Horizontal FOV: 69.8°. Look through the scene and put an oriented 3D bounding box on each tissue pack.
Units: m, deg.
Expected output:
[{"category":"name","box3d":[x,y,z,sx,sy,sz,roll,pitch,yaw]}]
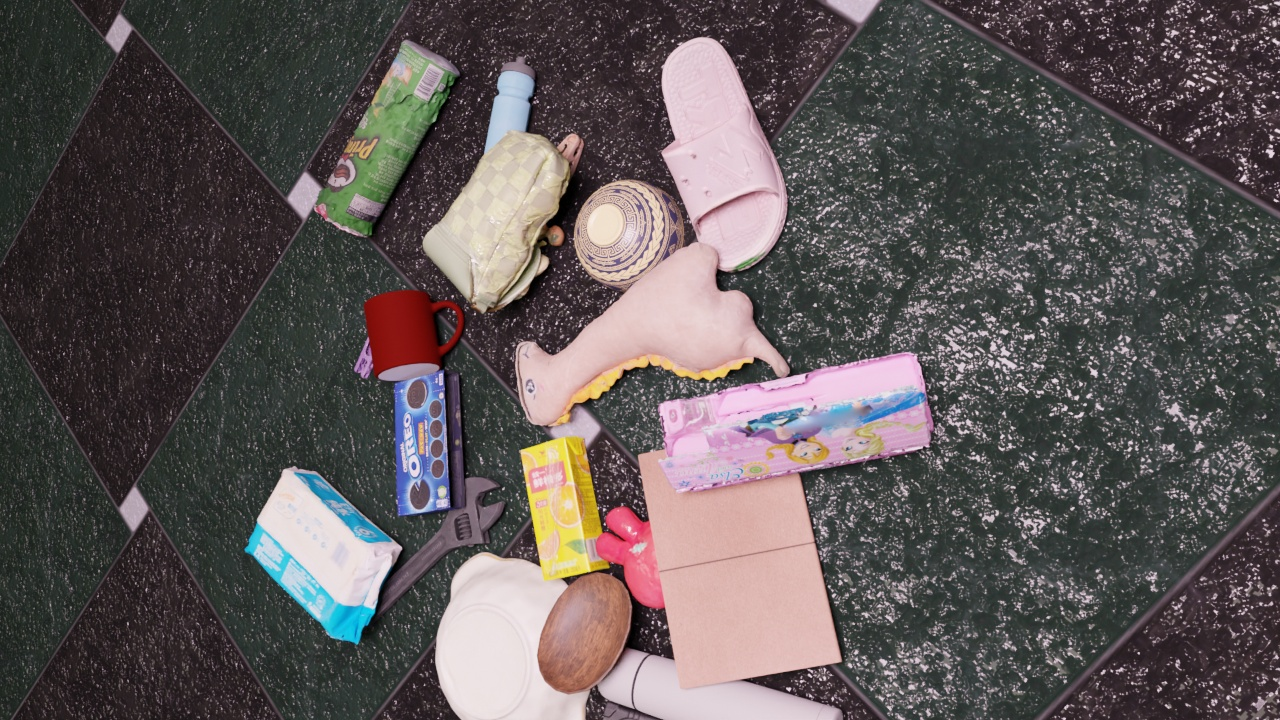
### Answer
[{"category":"tissue pack","box3d":[-0.358,0.216,1.037,0.209,0.066,0.117,31,98,30]}]

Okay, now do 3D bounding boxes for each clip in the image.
[{"category":"clip","box3d":[-0.077,-0.207,0.971,0.025,0.043,0.061,37,89,25]},{"category":"clip","box3d":[-0.320,-0.005,1.074,0.036,0.013,0.053,21,97,29]}]

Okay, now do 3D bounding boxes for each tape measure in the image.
[{"category":"tape measure","box3d":[-0.003,0.359,0.860,0.067,0.038,0.062,9,81,23]}]

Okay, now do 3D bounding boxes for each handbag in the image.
[{"category":"handbag","box3d":[-0.130,-0.136,0.933,0.187,0.116,0.113,-54,53,13]}]

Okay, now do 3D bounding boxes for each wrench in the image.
[{"category":"wrench","box3d":[-0.243,0.223,1.009,0.274,0.018,0.073,-43,63,18]}]

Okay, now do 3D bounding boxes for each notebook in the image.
[{"category":"notebook","box3d":[0.085,0.173,0.818,0.141,0.008,0.209,-12,75,7]}]

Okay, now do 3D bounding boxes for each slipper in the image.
[{"category":"slipper","box3d":[0.070,-0.203,0.865,0.094,0.064,0.239,-21,74,24]}]

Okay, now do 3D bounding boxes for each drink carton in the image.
[{"category":"drink carton","box3d":[-0.077,0.147,0.916,0.059,0.043,0.134,-18,77,26]}]

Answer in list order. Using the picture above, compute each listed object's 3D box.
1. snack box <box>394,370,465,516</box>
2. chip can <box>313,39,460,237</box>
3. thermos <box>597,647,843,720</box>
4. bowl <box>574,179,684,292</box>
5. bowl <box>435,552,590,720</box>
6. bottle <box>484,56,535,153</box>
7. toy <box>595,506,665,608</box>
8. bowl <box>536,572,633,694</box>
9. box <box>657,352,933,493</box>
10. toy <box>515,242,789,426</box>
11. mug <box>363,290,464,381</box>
[{"category":"snack box","box3d":[-0.232,0.091,1.000,0.082,0.027,0.150,-14,73,32]},{"category":"chip can","box3d":[-0.290,-0.254,1.050,0.075,0.075,0.223,37,101,25]},{"category":"thermos","box3d":[0.065,0.306,0.820,0.224,0.052,0.052,7,88,28]},{"category":"bowl","box3d":[-0.021,-0.127,0.904,0.113,0.061,0.112,-3,83,27]},{"category":"bowl","box3d":[-0.142,0.299,0.925,0.189,0.060,0.219,-41,69,18]},{"category":"bottle","box3d":[-0.141,-0.264,0.993,0.040,0.040,0.130,11,90,28]},{"category":"toy","box3d":[0.019,0.186,0.860,0.135,0.045,0.091,19,92,22]},{"category":"bowl","box3d":[-0.046,0.258,0.860,0.102,0.026,0.114,8,65,44]},{"category":"box","box3d":[0.124,0.051,0.770,0.231,0.096,0.085,-12,77,14]},{"category":"toy","box3d":[-0.005,0.005,0.885,0.265,0.065,0.196,-41,73,23]},{"category":"mug","box3d":[-0.246,-0.030,1.013,0.105,0.073,0.082,-11,78,-4]}]
